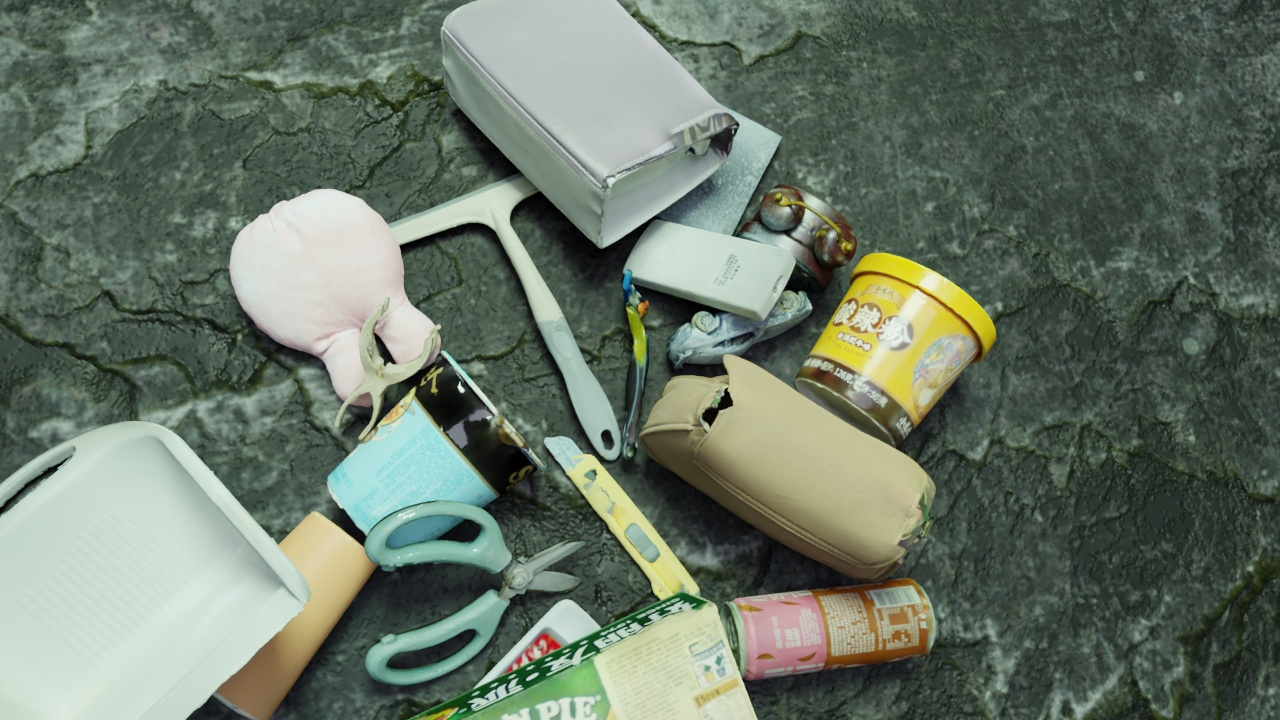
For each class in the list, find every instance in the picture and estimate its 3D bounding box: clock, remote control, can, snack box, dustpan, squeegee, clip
[{"bbox_3d":[0.123,-0.096,0.710,0.082,0.122,0.055,34,86,1],"label":"clock"},{"bbox_3d":[0.049,-0.071,0.702,0.135,0.019,0.056,19,73,37],"label":"remote control"},{"bbox_3d":[0.136,0.195,0.668,0.147,0.058,0.058,-4,76,-9],"label":"can"},{"bbox_3d":[-0.044,0.255,0.607,0.239,0.063,0.114,-22,90,-16],"label":"snack box"},{"bbox_3d":[-0.342,0.140,0.543,0.222,0.258,0.142,-45,109,-16],"label":"dustpan"},{"bbox_3d":[-0.074,-0.036,0.706,0.246,0.039,0.246,-25,81,-13],"label":"squeegee"},{"bbox_3d":[-0.081,0.233,0.646,0.135,0.020,0.056,-43,85,-16],"label":"remote control"},{"bbox_3d":[-0.170,0.010,0.649,0.089,0.035,0.104,7,104,-8],"label":"clip"}]

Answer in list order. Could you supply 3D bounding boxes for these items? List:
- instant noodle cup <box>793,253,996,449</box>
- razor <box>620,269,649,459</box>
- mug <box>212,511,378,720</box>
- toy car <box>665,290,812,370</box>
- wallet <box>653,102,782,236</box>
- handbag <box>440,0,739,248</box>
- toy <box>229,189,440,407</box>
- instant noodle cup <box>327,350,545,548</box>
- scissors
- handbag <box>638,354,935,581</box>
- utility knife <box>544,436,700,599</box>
[{"bbox_3d":[0.187,-0.002,0.701,0.118,0.118,0.114,38,82,2],"label":"instant noodle cup"},{"bbox_3d":[-0.004,0.004,0.697,0.022,0.043,0.142,1,78,2],"label":"razor"},{"bbox_3d":[-0.237,0.167,0.614,0.078,0.078,0.122,38,69,2],"label":"mug"},{"bbox_3d":[0.078,-0.023,0.717,0.120,0.054,0.036,-18,77,-13],"label":"toy car"},{"bbox_3d":[0.052,-0.161,0.768,0.097,0.019,0.120,28,75,1],"label":"wallet"},{"bbox_3d":[-0.040,-0.199,0.708,0.144,0.099,0.197,-35,72,-21],"label":"handbag"},{"bbox_3d":[-0.223,-0.045,0.674,0.121,0.054,0.159,-34,95,0],"label":"toy"},{"bbox_3d":[-0.147,0.073,0.638,0.120,0.111,0.111,-40,85,-10],"label":"instant noodle cup"},{"bbox_3d":[-0.122,0.168,0.633,0.174,0.019,0.177,20,101,-37],"label":"scissors"},{"bbox_3d":[0.106,0.073,0.648,0.204,0.148,0.099,31,75,-4],"label":"handbag"},{"bbox_3d":[-0.012,0.123,0.690,0.030,0.019,0.175,-37,79,-21],"label":"utility knife"}]
